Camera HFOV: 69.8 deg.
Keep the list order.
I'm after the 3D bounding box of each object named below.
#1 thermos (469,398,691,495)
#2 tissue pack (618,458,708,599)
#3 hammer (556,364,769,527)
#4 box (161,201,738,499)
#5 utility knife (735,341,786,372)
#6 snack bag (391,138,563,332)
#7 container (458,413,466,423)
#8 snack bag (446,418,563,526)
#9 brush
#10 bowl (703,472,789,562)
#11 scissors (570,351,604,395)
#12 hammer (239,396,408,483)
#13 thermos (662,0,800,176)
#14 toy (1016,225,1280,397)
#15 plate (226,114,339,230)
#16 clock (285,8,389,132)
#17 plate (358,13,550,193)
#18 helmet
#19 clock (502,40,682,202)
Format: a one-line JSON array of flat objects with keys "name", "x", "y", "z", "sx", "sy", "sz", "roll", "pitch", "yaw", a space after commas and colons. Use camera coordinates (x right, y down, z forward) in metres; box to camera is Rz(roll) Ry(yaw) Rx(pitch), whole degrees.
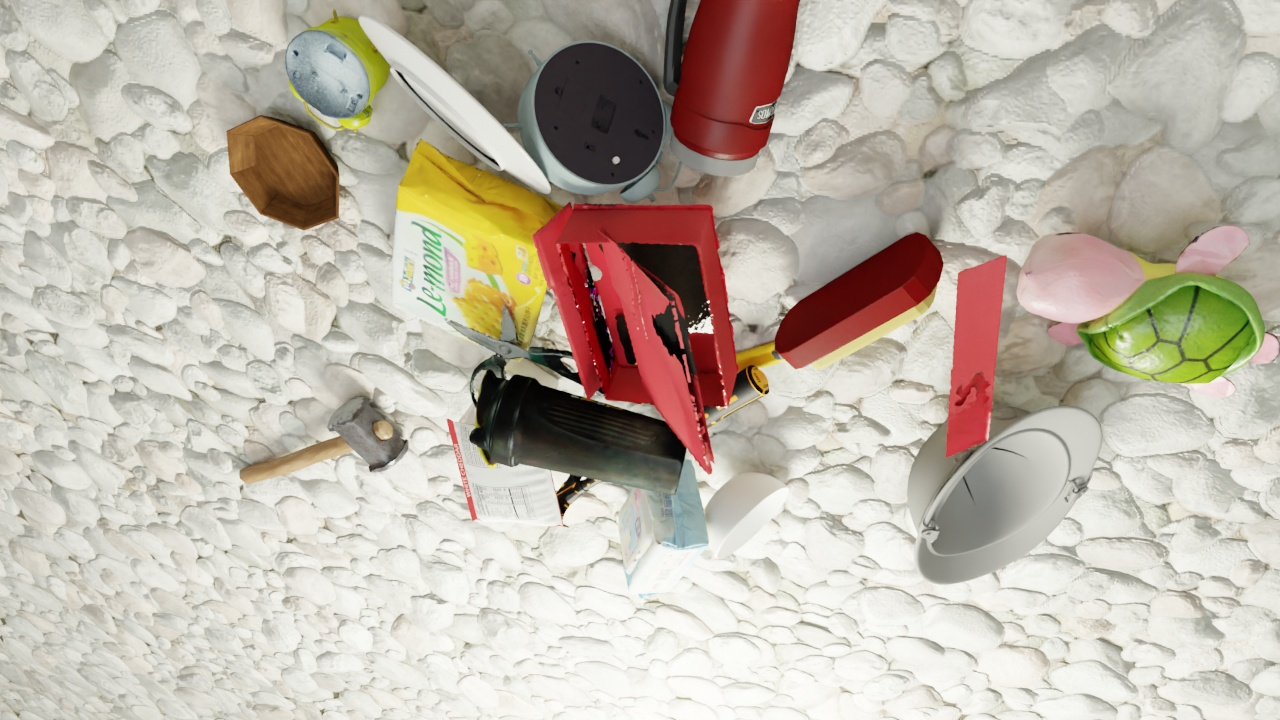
[{"name": "thermos", "x": -0.063, "y": 0.080, "z": 0.945, "sx": 0.221, "sy": 0.097, "sz": 0.098, "roll": 14, "pitch": 132, "yaw": 3}, {"name": "tissue pack", "x": 0.019, "y": 0.200, "z": 1.083, "sx": 0.070, "sy": 0.112, "sz": 0.182, "roll": 1, "pitch": 146, "yaw": -19}, {"name": "hammer", "x": 0.012, "y": 0.096, "z": 1.026, "sx": 0.322, "sy": 0.123, "sz": 0.036, "roll": -34, "pitch": 109, "yaw": 32}, {"name": "box", "x": -0.147, "y": 0.006, "z": 0.833, "sx": 0.478, "sy": 0.171, "sz": 0.214, "roll": -22, "pitch": 135, "yaw": -9}, {"name": "utility knife", "x": 0.149, "y": -0.013, "z": 0.946, "sx": 0.225, "sy": 0.019, "sz": 0.030, "roll": -20, "pitch": 130, "yaw": 28}, {"name": "snack bag", "x": -0.162, "y": -0.102, "z": 0.913, "sx": 0.159, "sy": 0.068, "sz": 0.248, "roll": 26, "pitch": 146, "yaw": -1}, {"name": "container", "x": -0.150, "y": 0.051, "z": 1.077, "sx": 0.080, "sy": 0.049, "sz": 0.130, "roll": 34, "pitch": 131, "yaw": -11}, {"name": "snack bag", "x": -0.160, "y": 0.130, "z": 1.058, "sx": 0.144, "sy": 0.039, "sz": 0.131, "roll": -3, "pitch": 105, "yaw": 35}, {"name": "brush", "x": 0.204, "y": -0.048, "z": 0.849, "sx": 0.042, "sy": 0.082, "sz": 0.174, "roll": 43, "pitch": 129, "yaw": -18}, {"name": "bowl", "x": 0.113, "y": 0.171, "z": 1.061, "sx": 0.050, "sy": 0.114, "sz": 0.115, "roll": 45, "pitch": 137, "yaw": 24}, {"name": "scissors", "x": -0.129, "y": 0.016, "z": 0.983, "sx": 0.201, "sy": 0.015, "sz": 0.205, "roll": 27, "pitch": 141, "yaw": -17}, {"name": "hammer", "x": -0.449, "y": 0.130, "z": 1.254, "sx": 0.329, "sy": 0.052, "sz": 0.098, "roll": -19, "pitch": 120, "yaw": 35}, {"name": "thermos", "x": 0.069, "y": -0.256, "z": 0.725, "sx": 0.108, "sy": 0.083, "sz": 0.199, "roll": 29, "pitch": 133, "yaw": 19}, {"name": "toy", "x": 0.430, "y": -0.038, "z": 0.778, "sx": 0.238, "sy": 0.087, "sz": 0.191, "roll": 29, "pitch": 149, "yaw": -12}, {"name": "plate", "x": -0.366, "y": -0.198, "z": 0.956, "sx": 0.131, "sy": 0.025, "sz": 0.131, "roll": 10, "pitch": 131, "yaw": 11}, {"name": "clock", "x": -0.283, "y": -0.263, "z": 0.853, "sx": 0.083, "sy": 0.056, "sz": 0.119, "roll": 32, "pitch": 131, "yaw": -10}, {"name": "plate", "x": -0.160, "y": -0.210, "z": 0.783, "sx": 0.208, "sy": 0.208, "sz": 0.015, "roll": 42, "pitch": 87, "yaw": -17}, {"name": "helmet", "x": 0.335, "y": 0.105, "z": 0.917, "sx": 0.183, "sy": 0.117, "sz": 0.272, "roll": -12, "pitch": 135, "yaw": -11}, {"name": "clock", "x": -0.031, "y": -0.198, "z": 0.782, "sx": 0.159, "sy": 0.122, "sz": 0.045, "roll": 23, "pitch": 166, "yaw": -25}]
